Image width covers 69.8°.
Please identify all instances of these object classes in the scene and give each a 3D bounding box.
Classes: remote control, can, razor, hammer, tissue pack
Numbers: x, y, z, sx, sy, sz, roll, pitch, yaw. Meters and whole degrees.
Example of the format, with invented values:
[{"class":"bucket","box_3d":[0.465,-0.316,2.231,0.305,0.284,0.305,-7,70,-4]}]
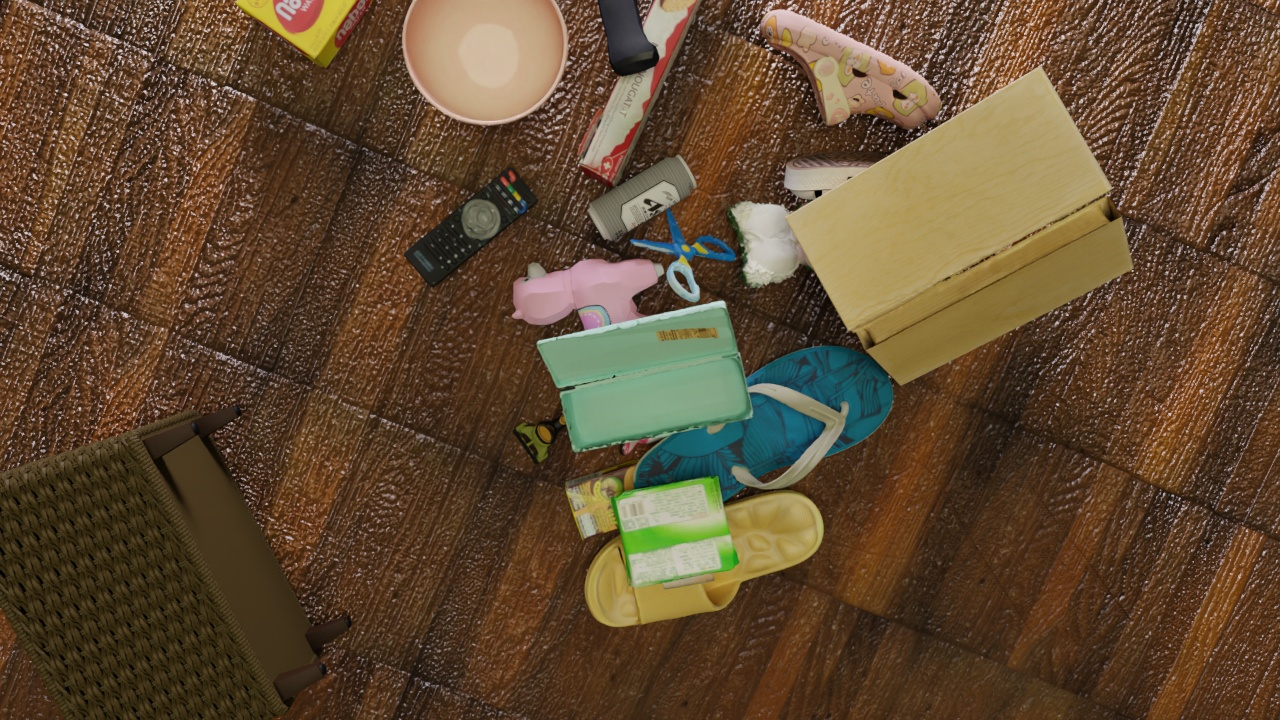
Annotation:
[{"class":"remote control","box_3d":[-0.171,-0.135,0.928,0.140,0.021,0.045,-40,98,-3]},{"class":"can","box_3d":[0.001,-0.163,0.922,0.106,0.044,0.044,-31,97,0]},{"class":"razor","box_3d":[-0.063,0.050,0.945,0.144,0.021,0.044,-35,89,6]},{"class":"hammer","box_3d":[-0.031,-0.416,0.854,0.139,0.035,0.312,-14,81,11]},{"class":"tissue pack","box_3d":[0.033,0.169,0.897,0.114,0.034,0.099,-12,87,7]}]

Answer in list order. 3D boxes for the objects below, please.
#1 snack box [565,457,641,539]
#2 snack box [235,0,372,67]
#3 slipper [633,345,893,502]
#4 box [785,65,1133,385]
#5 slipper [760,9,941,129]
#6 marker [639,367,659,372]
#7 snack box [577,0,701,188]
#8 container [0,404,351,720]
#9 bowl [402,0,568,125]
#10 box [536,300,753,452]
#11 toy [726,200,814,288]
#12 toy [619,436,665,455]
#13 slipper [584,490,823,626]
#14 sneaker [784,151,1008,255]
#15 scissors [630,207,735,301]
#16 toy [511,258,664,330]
[{"class":"snack box","box_3d":[0.000,0.135,0.964,0.149,0.025,0.061,-18,97,-1]},{"class":"snack box","box_3d":[-0.290,-0.393,0.881,0.092,0.042,0.200,35,93,-5]},{"class":"slipper","box_3d":[0.129,0.072,0.931,0.294,0.060,0.118,-28,87,-9]},{"class":"box","box_3d":[0.304,-0.101,0.853,0.248,0.118,0.252,-30,123,21]},{"class":"slipper","box_3d":[0.198,-0.272,0.903,0.197,0.093,0.082,27,105,-5]},{"class":"marker","box_3d":[-0.006,0.006,0.954,0.134,0.015,0.018,-6,127,-3]},{"class":"snack box","box_3d":[0.014,-0.303,0.893,0.044,0.076,0.273,26,95,-3]},{"class":"container","box_3d":[-0.440,0.209,0.876,0.205,0.176,0.321,-25,97,-4]},{"class":"bowl","box_3d":[-0.146,-0.296,0.884,0.153,0.076,0.153,0,95,-4]},{"class":"box","box_3d":[0.006,0.015,0.892,0.187,0.055,0.138,-11,112,10]},{"class":"toy","box_3d":[0.146,-0.122,0.937,0.109,0.041,0.095,-8,82,-6]},{"class":"toy","box_3d":[0.018,0.054,0.947,0.102,0.050,0.065,-19,92,-6]},{"class":"slipper","box_3d":[0.065,0.206,0.951,0.263,0.078,0.099,-19,94,0]},{"class":"sneaker","box_3d":[0.262,-0.149,0.925,0.245,0.091,0.097,7,112,-6]},{"class":"scissors","box_3d":[0.044,-0.106,0.913,0.125,0.126,0.013,7,137,-28]},{"class":"toy","box_3d":[-0.046,-0.050,0.922,0.157,0.067,0.123,-15,98,2]}]
